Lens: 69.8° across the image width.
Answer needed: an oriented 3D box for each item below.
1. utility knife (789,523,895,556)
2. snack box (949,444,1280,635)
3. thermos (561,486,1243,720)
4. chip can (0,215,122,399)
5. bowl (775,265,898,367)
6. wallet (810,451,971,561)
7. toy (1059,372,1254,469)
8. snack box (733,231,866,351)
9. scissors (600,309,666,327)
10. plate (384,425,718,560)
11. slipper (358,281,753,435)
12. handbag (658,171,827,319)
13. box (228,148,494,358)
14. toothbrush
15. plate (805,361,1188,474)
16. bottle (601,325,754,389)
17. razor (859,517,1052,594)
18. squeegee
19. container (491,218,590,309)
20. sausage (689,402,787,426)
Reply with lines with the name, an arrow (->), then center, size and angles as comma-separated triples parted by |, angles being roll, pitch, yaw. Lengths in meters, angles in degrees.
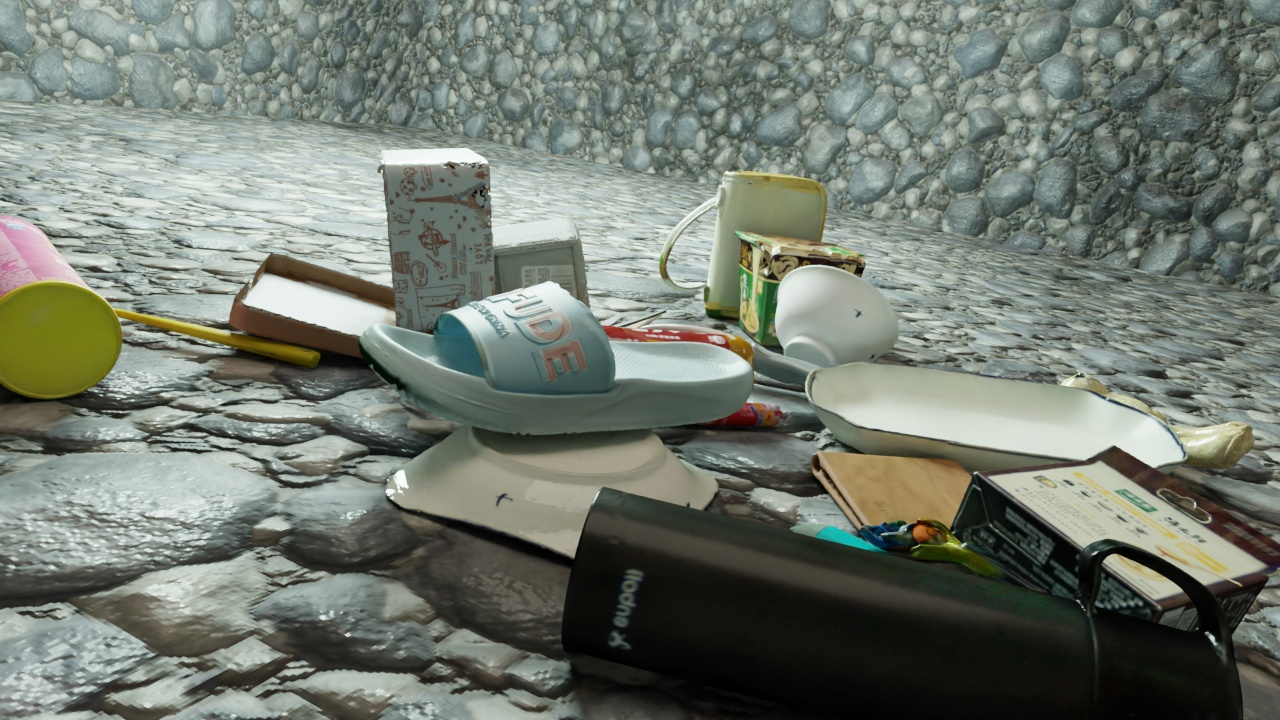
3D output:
utility knife -> 0.147, 0.117, 0.462 | 0.157, 0.013, 0.029 | 24, 23, 34
snack box -> 0.253, 0.098, 0.487 | 0.125, 0.053, 0.113 | 0, 27, -32
thermos -> 0.096, 0.098, 0.362 | 0.242, 0.090, 0.068 | 11, -1, 7
chip can -> -0.404, -0.042, 0.604 | 0.071, 0.071, 0.211 | -5, 21, -40
bowl -> 0.165, -0.022, 0.831 | 0.118, 0.118, 0.064 | 18, 55, 28
wallet -> 0.171, 0.089, 0.564 | 0.101, 0.020, 0.115 | 4, 19, -12
toy -> 0.398, 0.051, 0.731 | 0.105, 0.066, 0.157 | -23, 23, -31
snack box -> 0.156, -0.070, 0.950 | 0.118, 0.106, 0.117 | 7, 14, -12
scissors -> -0.041, -0.025, 0.788 | 0.175, 0.014, 0.159 | -12, 13, -16
plate -> -0.043, 0.058, 0.525 | 0.164, 0.034, 0.163 | 13, 16, 17
slipper -> -0.038, -0.005, 0.546 | 0.245, 0.074, 0.104 | 2, 18, -27
handbag -> 0.107, -0.130, 1.022 | 0.178, 0.163, 0.063 | 3, 15, -18
box -> -0.223, -0.088, 0.737 | 0.192, 0.156, 0.183 | -3, 16, -15
toothbrush -> -0.325, -0.018, 0.667 | 0.190, 0.017, 0.015 | 12, 15, 5
plate -> 0.255, 0.050, 0.687 | 0.266, 0.034, 0.161 | 8, 19, 9
bottle -> -0.004, 0.004, 0.688 | 0.174, 0.057, 0.057 | 4, 17, -17
razor -> 0.177, 0.109, 0.451 | 0.042, 0.022, 0.143 | 1, 20, -43
squeegee -> 0.078, -0.003, 0.797 | 0.250, 0.040, 0.247 | 14, 17, 16
container -> -0.091, -0.072, 0.806 | 0.090, 0.090, 0.114 | -9, 14, -6
sausage -> 0.037, 0.037, 0.666 | 0.155, 0.020, 0.020 | 4, 17, -17
